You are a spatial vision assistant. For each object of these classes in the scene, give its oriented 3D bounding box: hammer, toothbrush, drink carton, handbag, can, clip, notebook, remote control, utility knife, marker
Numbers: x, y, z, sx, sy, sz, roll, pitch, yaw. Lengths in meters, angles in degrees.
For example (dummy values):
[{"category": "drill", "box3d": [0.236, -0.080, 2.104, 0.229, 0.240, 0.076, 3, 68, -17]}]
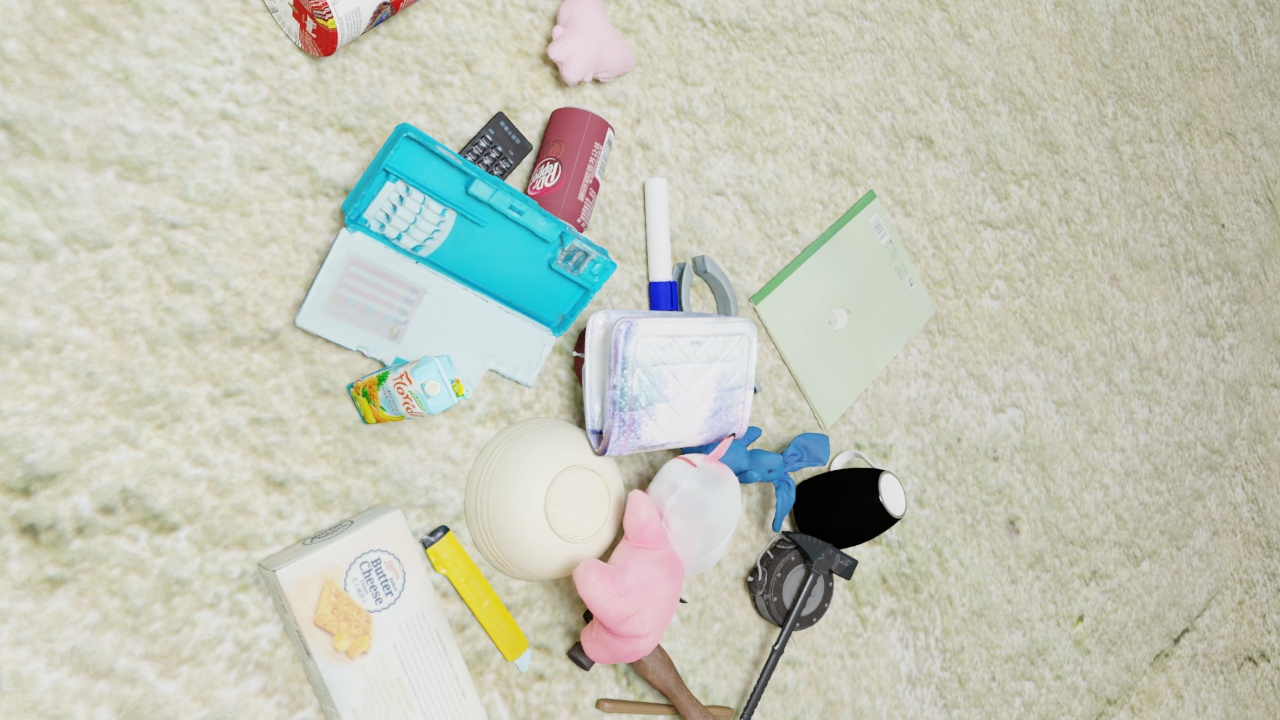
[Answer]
[{"category": "hammer", "box3d": [0.063, 0.349, 0.881, 0.115, 0.033, 0.323, -42, 97, -29]}, {"category": "toothbrush", "box3d": [0.027, 0.345, 0.903, 0.166, 0.016, 0.016, 18, 84, -32]}, {"category": "hammer", "box3d": [0.116, 0.329, 0.930, 0.095, 0.015, 0.324, 31, 81, -23]}, {"category": "drink carton", "box3d": [-0.184, 0.023, 0.716, 0.038, 0.129, 0.044, -31, 103, -39]}, {"category": "handbag", "box3d": [0.025, 0.018, 0.837, 0.158, 0.069, 0.126, -2, 100, -32]}, {"category": "can", "box3d": [-0.231, -0.309, 0.732, 0.116, 0.087, 0.086, -45, 111, -28]}, {"category": "clip", "box3d": [0.063, -0.022, 0.946, 0.107, 0.028, 0.163, -27, 101, -31]}, {"category": "can", "box3d": [-0.067, -0.173, 0.847, 0.063, 0.063, 0.114, 23, 74, -30]}, {"category": "notebook", "box3d": [0.247, -0.065, 1.082, 0.251, 0.010, 0.182, -41, 109, -29]}, {"category": "remote control", "box3d": [-0.157, -0.155, 0.812, 0.047, 0.022, 0.150, 47, 65, -23]}, {"category": "utility knife", "box3d": [-0.139, 0.211, 0.801, 0.030, 0.017, 0.163, -38, 107, -25]}, {"category": "marker", "box3d": [0.020, -0.116, 0.923, 0.023, 0.027, 0.133, 3, 84, -70]}]

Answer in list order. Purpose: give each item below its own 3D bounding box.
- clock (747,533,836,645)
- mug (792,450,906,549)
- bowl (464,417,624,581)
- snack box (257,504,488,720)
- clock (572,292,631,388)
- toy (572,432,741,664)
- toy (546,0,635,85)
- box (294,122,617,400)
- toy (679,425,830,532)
[{"category": "clock", "box3d": [0.157, 0.236, 0.979, 0.091, 0.044, 0.123, -44, 110, -21]}, {"category": "mug", "box3d": [0.233, 0.144, 0.998, 0.085, 0.100, 0.118, 41, 46, -24]}, {"category": "bowl", "box3d": [-0.071, 0.125, 0.817, 0.150, 0.075, 0.150, 3, 85, -34]}, {"category": "snack box", "box3d": [-0.208, 0.230, 0.729, 0.104, 0.058, 0.208, -26, 102, -33]}, {"category": "clock", "box3d": [-0.005, 0.005, 0.885, 0.137, 0.048, 0.096, 39, 67, -24]}, {"category": "toy", "box3d": [0.023, 0.166, 0.821, 0.212, 0.084, 0.142, -47, 148, -39]}, {"category": "toy", "box3d": [-0.053, -0.300, 0.870, 0.099, 0.053, 0.095, 53, 54, -24]}, {"category": "box", "box3d": [-0.152, -0.067, 0.780, 0.226, 0.056, 0.185, 29, 99, -37]}, {"category": "toy", "box3d": [0.109, 0.108, 0.937, 0.176, 0.071, 0.112, 19, 64, -22]}]
